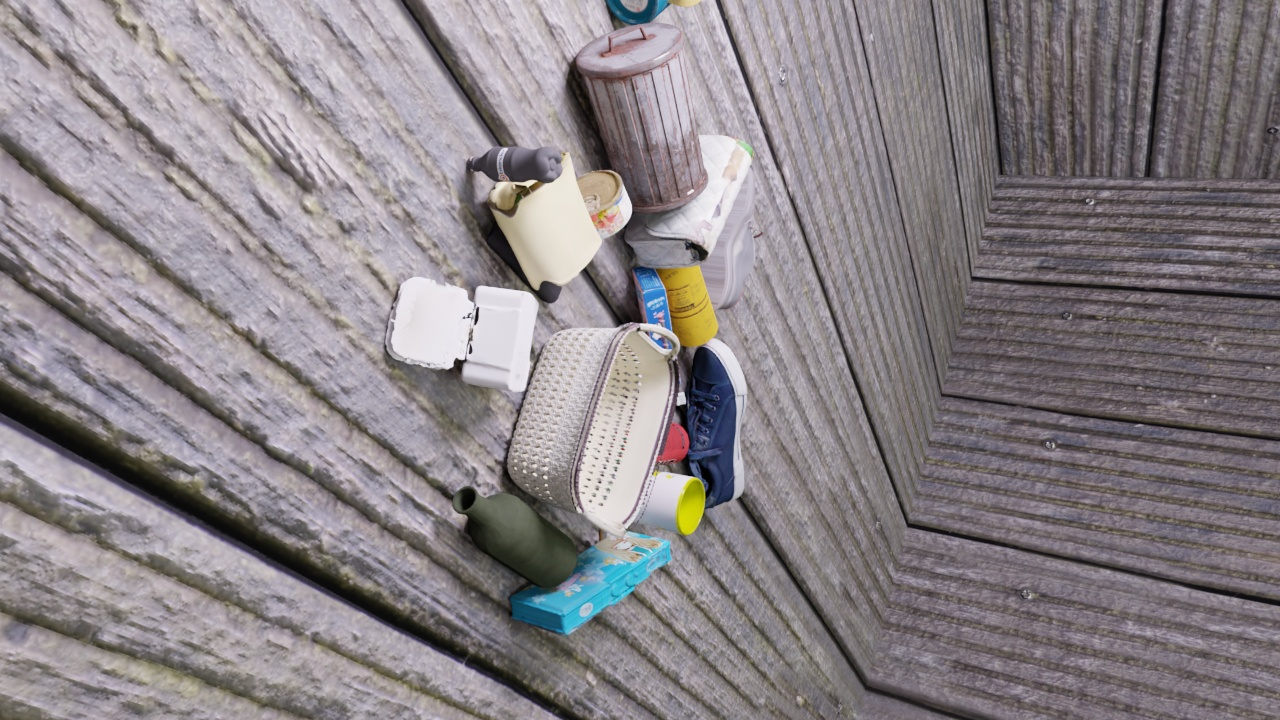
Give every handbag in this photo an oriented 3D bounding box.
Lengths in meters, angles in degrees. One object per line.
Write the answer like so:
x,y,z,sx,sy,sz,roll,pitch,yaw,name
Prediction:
0.064,-0.218,1.251,0.072,0.139,0.194,51,52,-43,handbag
-0.107,-0.154,1.008,0.110,0.081,0.119,-61,139,-47,handbag

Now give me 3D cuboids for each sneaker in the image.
0.099,0.113,1.445,0.127,0.121,0.295,-20,119,-35,sneaker
0.140,-0.189,1.432,0.089,0.099,0.236,3,102,-59,sneaker

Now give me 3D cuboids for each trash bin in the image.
0.006,-0.306,1.136,0.130,0.131,0.211,-56,143,-38,trash bin

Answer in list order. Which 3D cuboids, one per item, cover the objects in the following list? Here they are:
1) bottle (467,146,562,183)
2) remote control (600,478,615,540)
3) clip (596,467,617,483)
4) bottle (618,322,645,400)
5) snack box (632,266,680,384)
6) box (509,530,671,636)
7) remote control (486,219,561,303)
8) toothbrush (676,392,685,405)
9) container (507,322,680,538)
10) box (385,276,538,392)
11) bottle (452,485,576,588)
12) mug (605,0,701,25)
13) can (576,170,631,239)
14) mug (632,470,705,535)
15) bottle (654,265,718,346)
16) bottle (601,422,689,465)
-0.131,-0.201,0.941,0.036,0.110,0.036,-21,115,-57,bottle
-0.041,0.227,1.294,0.038,0.018,0.126,-22,115,-57,remote control
-0.044,0.159,1.266,0.051,0.033,0.013,-34,126,-52,clip
-0.008,0.007,1.276,0.041,0.041,0.116,-40,130,-49,bottle
0.022,-0.048,1.277,0.088,0.033,0.154,-111,-172,-60,snack box
-0.059,0.281,1.181,0.226,0.094,0.039,-22,112,-51,box
-0.133,-0.114,1.054,0.147,0.015,0.033,48,56,-53,remote control
0.045,-0.008,1.388,0.012,0.017,0.187,-94,172,-57,toothbrush
-0.052,0.076,1.114,0.184,0.143,0.251,39,64,-55,container
-0.168,-0.027,0.947,0.189,0.101,0.111,16,81,-65,box
-0.147,0.198,1.051,0.207,0.071,0.071,52,53,-51,bottle
0.026,-0.474,1.146,0.107,0.113,0.083,-54,163,-37,mug
-0.056,-0.185,1.100,0.086,0.086,0.043,-62,145,-31,can
0.028,0.200,1.317,0.082,0.106,0.082,-21,114,-57,mug
0.061,-0.101,1.338,0.070,0.071,0.164,-59,143,-34,bottle
0.004,0.120,1.302,0.176,0.062,0.062,4,93,-60,bottle
